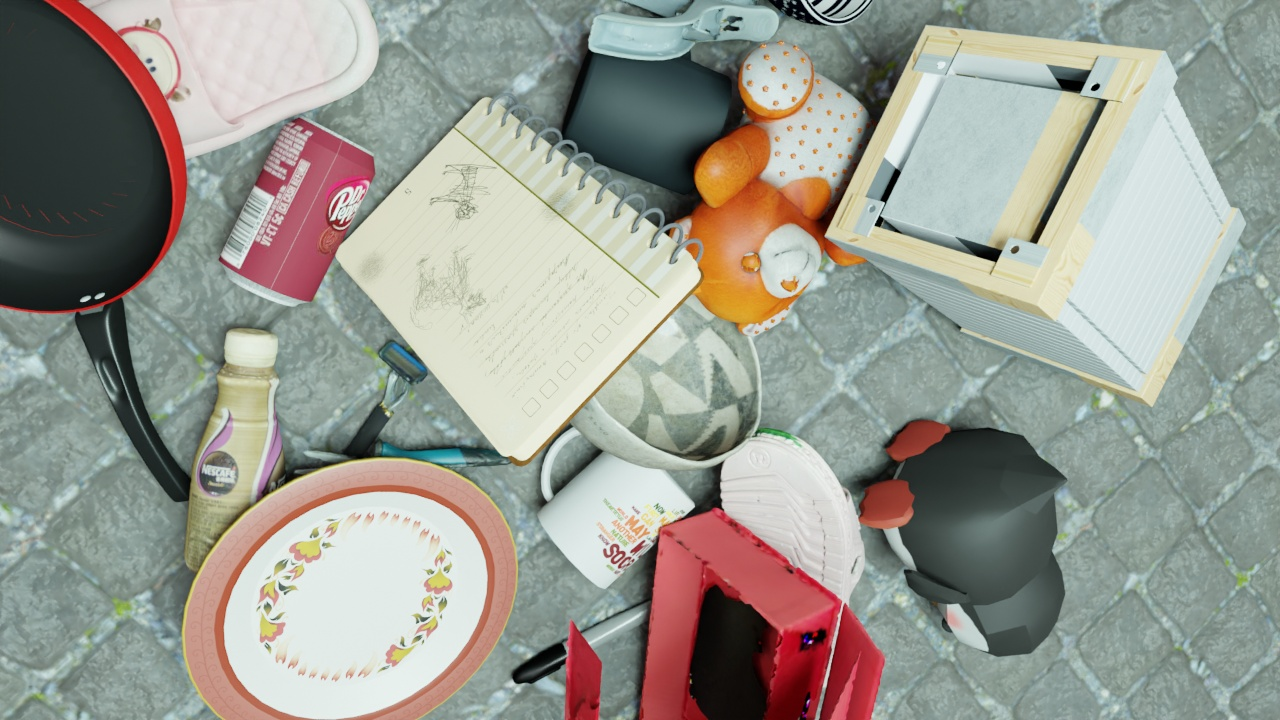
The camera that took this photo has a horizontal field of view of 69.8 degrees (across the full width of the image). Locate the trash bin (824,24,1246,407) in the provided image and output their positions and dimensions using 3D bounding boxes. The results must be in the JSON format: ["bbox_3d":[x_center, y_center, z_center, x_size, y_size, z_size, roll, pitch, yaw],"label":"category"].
[{"bbox_3d":[0.268,-0.087,0.606,0.246,0.142,0.142,21,95,-46],"label":"trash bin"}]

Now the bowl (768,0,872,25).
[{"bbox_3d":[0.113,-0.294,0.629,0.119,0.066,0.120,-19,119,-40],"label":"bowl"}]

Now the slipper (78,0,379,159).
[{"bbox_3d":[-0.277,-0.187,0.581,0.221,0.055,0.107,-15,104,-7],"label":"slipper"}]

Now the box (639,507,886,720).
[{"bbox_3d":[0.089,0.262,0.580,0.121,0.318,0.211,0,115,-13],"label":"box"}]

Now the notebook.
[{"bbox_3d":[-0.084,-0.065,0.578,0.167,0.225,0.024,-46,148,-1],"label":"notebook"}]

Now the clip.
[{"bbox_3d":[-0.002,-0.254,0.629,0.173,0.159,0.030,-21,144,-40],"label":"clip"}]

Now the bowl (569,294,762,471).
[{"bbox_3d":[-0.004,0.004,0.638,0.178,0.178,0.081,37,134,-15],"label":"bowl"}]

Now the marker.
[{"bbox_3d":[-0.036,0.220,0.721,0.138,0.016,0.022,-25,134,-7],"label":"marker"}]

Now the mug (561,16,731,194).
[{"bbox_3d":[0.005,-0.185,0.631,0.094,0.085,0.121,18,68,-14],"label":"mug"}]

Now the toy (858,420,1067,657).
[{"bbox_3d":[0.275,0.151,0.708,0.158,0.140,0.184,-50,122,-38],"label":"toy"}]

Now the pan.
[{"bbox_3d":[-0.357,-0.065,0.573,0.209,0.067,0.357,-10,121,8],"label":"pan"}]

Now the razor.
[{"bbox_3d":[-0.200,0.056,0.658,0.043,0.022,0.144,37,97,27],"label":"razor"}]

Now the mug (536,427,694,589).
[{"bbox_3d":[-0.028,0.098,0.677,0.089,0.073,0.105,-42,79,-2],"label":"mug"}]

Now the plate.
[{"bbox_3d":[-0.198,0.171,0.650,0.229,0.021,0.230,-11,114,-26],"label":"plate"}]

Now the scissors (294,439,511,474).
[{"bbox_3d":[-0.160,0.085,0.657,0.123,0.019,0.148,-36,122,3],"label":"scissors"}]

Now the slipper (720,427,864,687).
[{"bbox_3d":[0.123,0.147,0.698,0.094,0.064,0.240,8,124,29],"label":"slipper"}]

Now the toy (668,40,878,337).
[{"bbox_3d":[0.093,-0.101,0.605,0.163,0.093,0.172,24,99,-38],"label":"toy"}]

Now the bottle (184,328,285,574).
[{"bbox_3d":[-0.271,0.062,0.623,0.059,0.059,0.166,7,98,-13],"label":"bottle"}]

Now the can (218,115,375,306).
[{"bbox_3d":[-0.224,-0.097,0.603,0.063,0.063,0.114,27,93,-14],"label":"can"}]
